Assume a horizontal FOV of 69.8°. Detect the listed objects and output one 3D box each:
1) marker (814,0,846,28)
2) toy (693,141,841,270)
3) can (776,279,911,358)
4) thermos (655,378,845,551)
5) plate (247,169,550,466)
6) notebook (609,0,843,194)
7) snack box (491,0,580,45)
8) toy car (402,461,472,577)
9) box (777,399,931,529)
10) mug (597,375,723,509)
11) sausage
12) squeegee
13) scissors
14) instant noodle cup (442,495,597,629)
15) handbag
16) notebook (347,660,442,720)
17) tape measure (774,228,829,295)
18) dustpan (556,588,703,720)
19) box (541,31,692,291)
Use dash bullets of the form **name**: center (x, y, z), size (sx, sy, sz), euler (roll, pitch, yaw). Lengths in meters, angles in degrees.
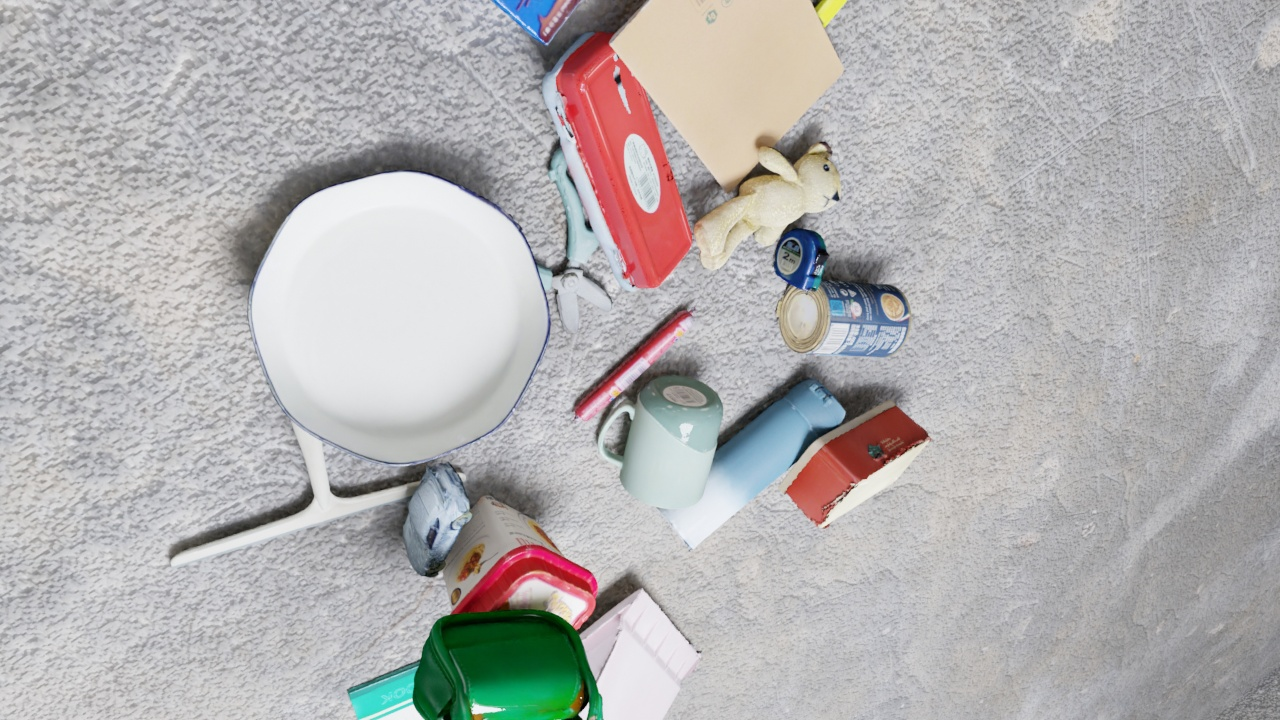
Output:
- **marker**: center (0.135, -0.270, 0.764), size (0.124, 0.015, 0.018), euler (-49, 138, 9)
- **toy**: center (0.111, -0.132, 0.800), size (0.157, 0.066, 0.105), euler (-33, 136, -18)
- **can**: center (0.200, -0.041, 0.904), size (0.111, 0.075, 0.075), euler (1, 118, -31)
- **thermos**: center (0.116, 0.105, 0.955), size (0.220, 0.070, 0.070), euler (-39, 131, -4)
- **plate**: center (-0.169, -0.030, 0.659), size (0.204, 0.046, 0.205), euler (1, 87, -17)
- **notebook**: center (0.077, -0.238, 0.721), size (0.148, 0.008, 0.207), euler (-46, 144, 5)
- **snack box**: center (-0.096, -0.293, 0.605), size (0.157, 0.026, 0.084), euler (33, 99, -40)
- **toy car**: center (-0.181, 0.140, 0.793), size (0.036, 0.054, 0.121), euler (-8, 139, -38)
- **box**: center (0.235, 0.115, 0.978), size (0.167, 0.079, 0.092), euler (-19, 147, -44)
- **mug**: center (0.017, 0.072, 0.873), size (0.112, 0.082, 0.106), euler (11, 117, -1)
- **sausage**: center (-0.005, 0.005, 0.850), size (0.156, 0.020, 0.020), euler (-42, 131, 0)
- **squeegee**: center (-0.260, 0.044, 0.713), size (0.246, 0.039, 0.247), euler (-14, 125, -23)
- **scissors**: center (-0.087, -0.086, 0.747), size (0.177, 0.019, 0.174), euler (-16, 126, -22)
- **instant noodle cup**: center (-0.120, 0.198, 0.835), size (0.117, 0.124, 0.116), euler (-48, 130, 4)
- **handbag**: center (-0.106, 0.255, 0.719), size (0.131, 0.120, 0.068), euler (7, 109, -31)
- **notebook**: center (-0.188, 0.355, 0.970), size (0.208, 0.012, 0.151), euler (-18, 125, -19)
- **tape measure**: center (0.151, -0.095, 0.854), size (0.025, 0.058, 0.054), euler (5, 112, -33)
- **dustpan**: center (-0.077, 0.384, 1.038), size (0.272, 0.139, 0.223), euler (-57, 143, -25)
- **box**: center (-0.018, -0.149, 0.717), size (0.086, 0.049, 0.201), euler (-53, 138, -33)
